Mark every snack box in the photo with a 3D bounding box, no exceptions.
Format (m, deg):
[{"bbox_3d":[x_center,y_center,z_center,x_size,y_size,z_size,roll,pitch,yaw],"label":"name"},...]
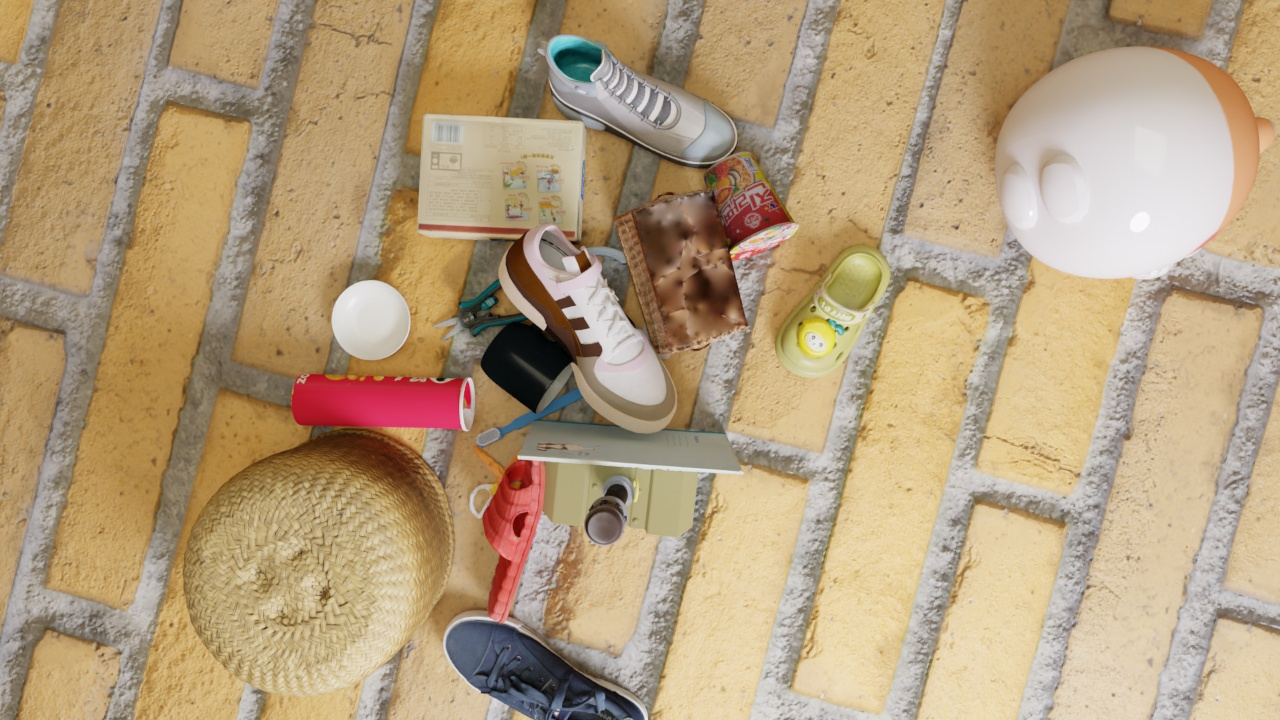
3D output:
[{"bbox_3d":[-0.175,-0.231,1.180,0.207,0.055,0.153,3,91,2],"label":"snack box"}]

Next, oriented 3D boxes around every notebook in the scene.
[{"bbox_3d":[-0.012,0.102,1.109,0.253,0.181,0.009,4,99,-2],"label":"notebook"}]

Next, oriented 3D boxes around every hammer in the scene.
[{"bbox_3d":[-0.030,0.159,1.045,0.190,0.325,0.100,6,91,2],"label":"hammer"}]

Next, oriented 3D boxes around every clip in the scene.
[{"bbox_3d":[-0.069,-0.107,1.193,0.164,0.031,0.169,-40,91,1],"label":"clip"}]

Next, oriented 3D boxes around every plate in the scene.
[{"bbox_3d":[-0.350,-0.053,1.205,0.104,0.026,0.104,0,91,3],"label":"plate"}]

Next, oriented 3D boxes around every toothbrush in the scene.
[{"bbox_3d":[-0.140,0.072,1.200,0.166,0.014,0.016,-26,76,0],"label":"toothbrush"}]

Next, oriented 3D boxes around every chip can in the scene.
[{"bbox_3d":[-0.331,0.053,1.185,0.220,0.069,0.069,1,91,3],"label":"chip can"}]

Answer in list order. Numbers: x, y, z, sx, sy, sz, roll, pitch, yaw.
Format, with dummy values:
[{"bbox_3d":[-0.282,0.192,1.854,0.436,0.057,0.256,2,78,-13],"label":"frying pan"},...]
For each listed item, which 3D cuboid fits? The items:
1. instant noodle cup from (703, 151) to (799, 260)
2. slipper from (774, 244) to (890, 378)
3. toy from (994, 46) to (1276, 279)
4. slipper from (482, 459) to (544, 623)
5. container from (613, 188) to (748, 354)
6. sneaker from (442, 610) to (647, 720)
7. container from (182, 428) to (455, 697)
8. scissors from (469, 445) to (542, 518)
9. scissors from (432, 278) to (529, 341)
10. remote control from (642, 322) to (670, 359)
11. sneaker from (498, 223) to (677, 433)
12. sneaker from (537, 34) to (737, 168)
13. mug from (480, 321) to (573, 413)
[{"bbox_3d":[0.130,-0.196,1.151,0.100,0.100,0.112,-23,82,3],"label":"instant noodle cup"},{"bbox_3d":[0.249,-0.062,1.152,0.091,0.081,0.190,35,90,-1],"label":"slipper"},{"bbox_3d":[0.559,-0.222,1.050,0.280,0.263,0.266,-17,98,-15],"label":"toy"},{"bbox_3d":[-0.170,0.212,1.155,0.059,0.103,0.249,12,100,-15],"label":"slipper"},{"bbox_3d":[0.052,-0.109,1.129,0.113,0.113,0.198,-18,96,-7],"label":"container"},{"bbox_3d":[-0.124,0.415,1.156,0.294,0.127,0.121,29,93,4],"label":"sneaker"},{"bbox_3d":[-0.391,0.246,1.131,0.307,0.196,0.307,0,91,1],"label":"container"},{"bbox_3d":[-0.179,0.161,1.209,0.131,0.011,0.125,-45,90,2],"label":"scissors"},{"bbox_3d":[-0.196,-0.065,1.193,0.119,0.019,0.151,32,104,5],"label":"scissors"},{"bbox_3d":[0.039,-0.076,1.196,0.045,0.008,0.146,19,91,2],"label":"remote control"},{"bbox_3d":[-0.046,-0.048,1.104,0.111,0.117,0.294,-34,83,-32],"label":"sneaker"},{"bbox_3d":[0.001,-0.321,1.119,0.257,0.160,0.093,24,92,3],"label":"sneaker"},{"bbox_3d":[-0.134,-0.008,1.165,0.094,0.085,0.121,36,93,6],"label":"mug"}]
